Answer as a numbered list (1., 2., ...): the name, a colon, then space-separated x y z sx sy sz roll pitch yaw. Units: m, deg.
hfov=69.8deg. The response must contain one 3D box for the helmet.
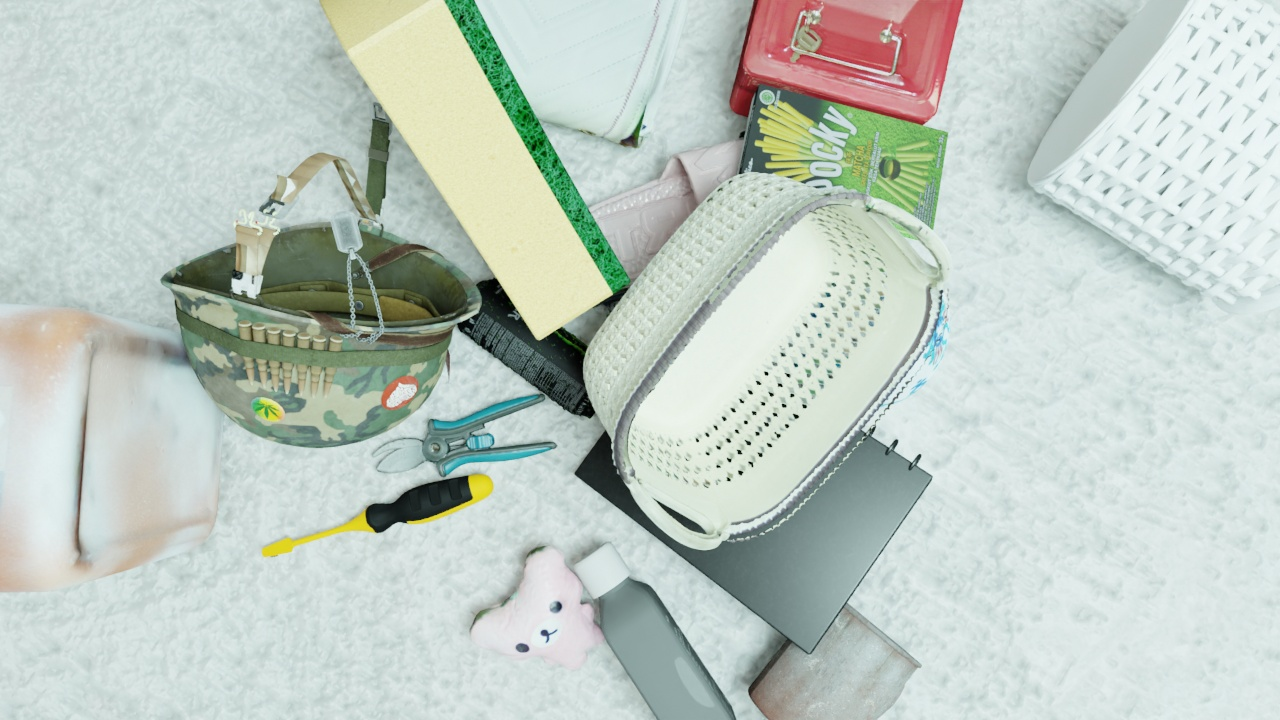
1. helmet: -0.229 -0.051 0.672 0.224 0.192 0.236 -3 112 13

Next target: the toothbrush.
1. toothbrush: -0.214 0.128 0.746 0.197 0.031 0.031 -17 65 1

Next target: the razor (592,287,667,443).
1. razor: -0.004 0.004 0.749 0.042 0.022 0.143 -17 70 -1

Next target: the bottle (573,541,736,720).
1. bottle: 0.010 0.222 0.713 0.046 0.084 0.174 -34 86 -3

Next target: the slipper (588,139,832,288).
1. slipper: 0.049 -0.120 0.724 0.239 0.064 0.094 -15 79 13

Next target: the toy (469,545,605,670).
1. toy: -0.073 0.207 0.730 0.096 0.053 0.099 41 90 -10

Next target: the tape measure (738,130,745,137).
1. tape measure: 0.122 -0.170 0.764 0.058 0.036 0.065 -22 86 -2

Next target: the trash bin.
1. trash bin: -0.409 0.057 0.639 0.157 0.260 0.181 2 85 -4

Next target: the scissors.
1. scissors: -0.139 0.068 0.755 0.150 0.019 0.130 31 86 1

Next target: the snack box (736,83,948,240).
1. snack box: 0.150 -0.148 0.688 0.147 0.025 0.080 13 77 -3

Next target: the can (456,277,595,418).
1. can: -0.084 -0.010 0.743 0.137 0.054 0.054 37 86 2

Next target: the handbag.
1. handbag: -0.070 -0.265 0.745 0.198 0.096 0.142 20 101 1

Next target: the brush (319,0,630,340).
1. brush: -0.115 -0.154 0.638 0.075 0.195 0.250 -32 125 -3

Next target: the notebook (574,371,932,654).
1. notebook: 0.085 0.087 0.719 0.231 0.019 0.169 34 86 22

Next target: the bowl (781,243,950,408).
1. bowl: 0.186 -0.033 0.735 0.144 0.074 0.144 0 86 0

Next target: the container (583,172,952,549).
1. container: 0.076 -0.009 0.633 0.184 0.143 0.252 34 98 -38

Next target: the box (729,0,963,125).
1. box: 0.158 -0.246 0.733 0.157 0.117 0.135 16 84 -2

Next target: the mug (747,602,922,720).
1. mug: 0.158 0.253 0.716 0.110 0.096 0.123 -48 118 2

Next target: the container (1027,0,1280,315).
1. container: 0.430 -0.162 0.689 0.187 0.189 0.189 33 86 3
